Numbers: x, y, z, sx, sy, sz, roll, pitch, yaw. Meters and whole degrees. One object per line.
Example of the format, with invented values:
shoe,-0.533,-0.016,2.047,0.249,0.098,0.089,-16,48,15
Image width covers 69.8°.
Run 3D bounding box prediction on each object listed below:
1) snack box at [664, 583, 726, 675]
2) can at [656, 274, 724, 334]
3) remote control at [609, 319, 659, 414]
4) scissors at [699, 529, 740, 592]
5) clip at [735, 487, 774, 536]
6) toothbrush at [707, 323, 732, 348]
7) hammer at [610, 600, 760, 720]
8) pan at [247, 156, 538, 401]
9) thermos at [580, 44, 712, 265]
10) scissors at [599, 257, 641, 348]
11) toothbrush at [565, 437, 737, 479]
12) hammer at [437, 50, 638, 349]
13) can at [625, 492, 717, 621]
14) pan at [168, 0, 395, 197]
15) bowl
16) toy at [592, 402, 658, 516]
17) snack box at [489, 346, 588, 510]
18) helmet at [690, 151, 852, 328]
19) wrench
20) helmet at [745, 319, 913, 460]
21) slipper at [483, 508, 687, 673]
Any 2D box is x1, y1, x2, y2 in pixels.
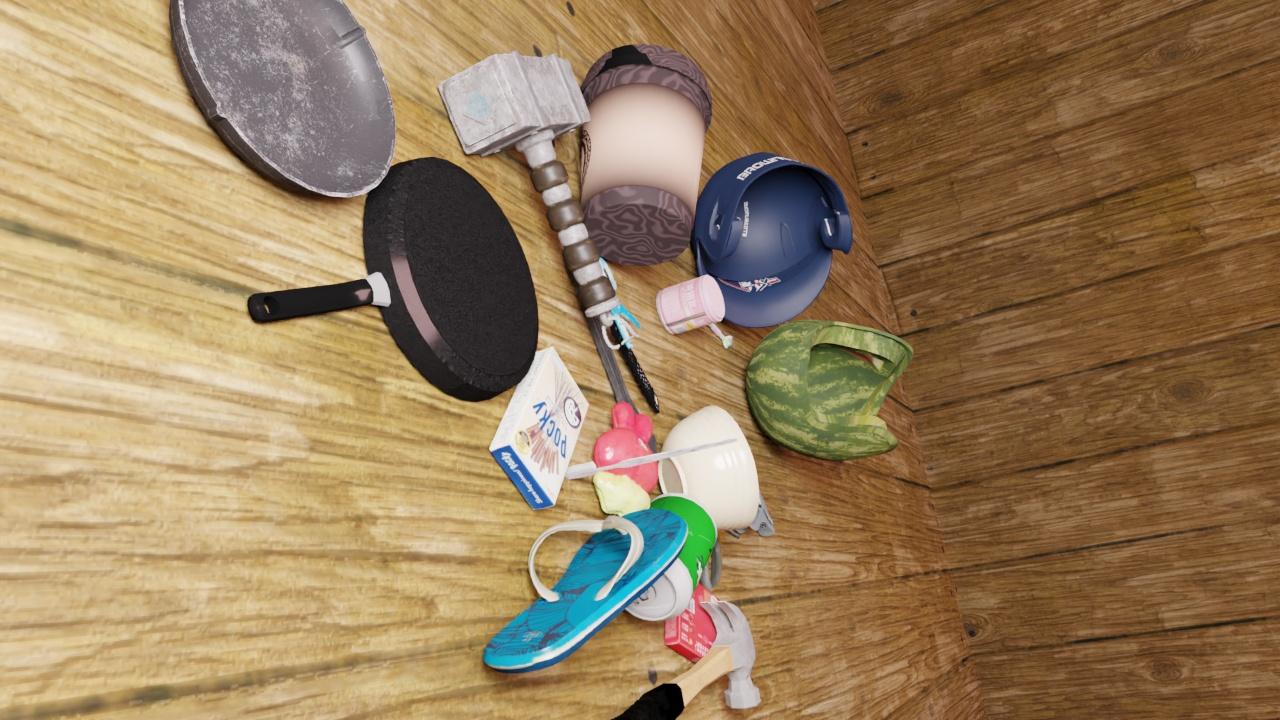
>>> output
snack box,0.068,0.311,1.086,0.133,0.021,0.089,47,35,-45
can,0.070,-0.076,1.267,0.067,0.076,0.067,44,38,-48
remote control,-0.007,0.007,1.116,0.030,0.009,0.140,-97,163,-55
scissors,0.090,0.205,1.208,0.225,0.016,0.229,53,30,-42
clip,0.149,0.187,1.323,0.164,0.032,0.165,-5,81,-69
toothbrush,0.105,-0.060,1.408,0.154,0.015,0.022,42,71,-50
hammer,0.041,0.346,0.956,0.327,0.039,0.131,-5,85,-60
pan,-0.185,-0.065,0.769,0.355,0.034,0.225,-24,97,-67
thermos,0.001,-0.246,1.128,0.172,0.173,0.225,41,45,-50
scissors,-0.038,-0.074,1.080,0.140,0.011,0.134,27,39,-61
toothbrush,0.009,0.093,0.901,0.010,0.182,0.010,-85,153,-45
hammer,-0.084,-0.162,0.975,0.326,0.080,0.176,68,25,-8
can,0.027,0.208,0.982,0.088,0.088,0.139,67,25,-14
pan,-0.298,-0.276,0.653,0.357,0.040,0.207,61,27,-24
bowl,0.068,0.134,1.078,0.075,0.151,0.150,-12,84,-23
toy,-0.016,0.109,1.000,0.091,0.045,0.135,34,49,-39
snack box,-0.095,0.063,0.889,0.082,0.026,0.149,60,27,-29
helmet,0.187,-0.185,1.431,0.223,0.232,0.272,-147,-127,-70
wrench,-0.034,0.005,1.068,0.273,0.018,0.073,70,21,-6
helmet,0.285,0.046,1.458,0.244,0.247,0.212,118,-10,-68
slipper,-0.041,0.181,0.825,0.294,0.118,0.060,-32,111,-60
